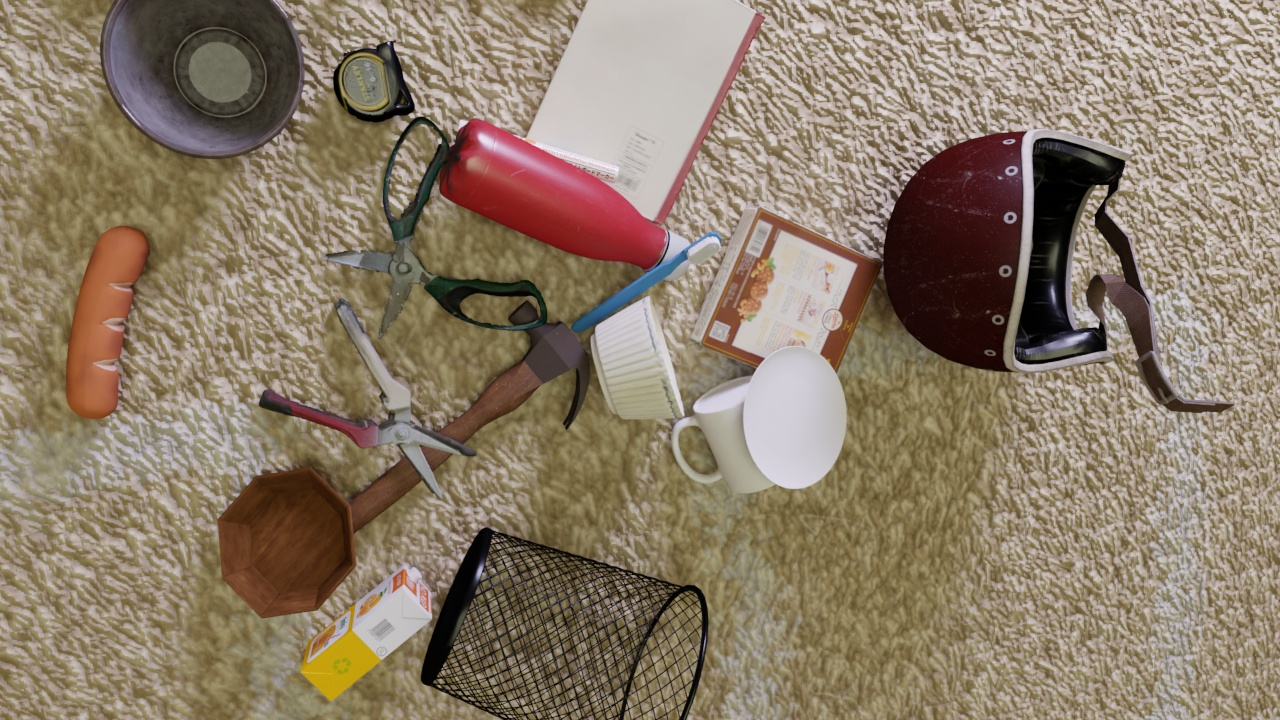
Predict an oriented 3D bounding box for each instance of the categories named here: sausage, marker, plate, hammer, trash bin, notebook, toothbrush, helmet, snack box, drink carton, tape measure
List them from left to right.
[{"bbox_3d":[-0.445,-0.032,0.762,0.044,0.039,0.164,13,97,-19],"label":"sausage"},{"bbox_3d":[-0.309,0.161,0.816,0.131,0.025,0.131,-1,82,7],"label":"plate"},{"bbox_3d":[-0.229,-0.234,0.780,0.061,0.034,0.062,-17,103,-13],"label":"tape measure"},{"bbox_3d":[-0.249,0.248,0.850,0.122,0.058,0.040,-39,106,-4],"label":"drink carton"},{"bbox_3d":[-0.184,0.081,0.850,0.323,0.033,0.115,-39,103,-3],"label":"hammer"},{"bbox_3d":[-0.091,-0.186,0.818,0.145,0.017,0.017,14,96,-13],"label":"marker"},{"bbox_3d":[-0.074,0.258,0.839,0.210,0.184,0.184,24,94,-11],"label":"trash bin"},{"bbox_3d":[0.000,-0.245,0.826,0.153,0.012,0.209,23,105,-17],"label":"notebook"},{"bbox_3d":[0.003,-0.067,0.840,0.167,0.014,0.016,-32,138,21],"label":"toothbrush"},{"bbox_3d":[0.143,-0.057,0.897,0.147,0.041,0.143,21,95,-16],"label":"snack box"},{"bbox_3d":[0.145,0.054,0.870,0.134,0.011,0.134,1,88,-35],"label":"plate"},{"bbox_3d":[0.353,-0.088,0.835,0.253,0.233,0.233,4,94,5],"label":"helmet"}]

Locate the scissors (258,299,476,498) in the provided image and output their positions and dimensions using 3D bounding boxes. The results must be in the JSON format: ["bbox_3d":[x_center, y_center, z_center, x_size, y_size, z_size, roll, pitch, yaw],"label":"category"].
[{"bbox_3d":[-0.243,0.035,0.820,0.198,0.015,0.179,0,92,-3],"label":"scissors"}]

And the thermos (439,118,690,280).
[{"bbox_3d":[-0.057,-0.131,0.815,0.239,0.073,0.073,22,94,-27],"label":"thermos"}]

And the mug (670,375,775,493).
[{"bbox_3d":[0.086,0.078,0.898,0.111,0.073,0.090,-22,105,12],"label":"mug"}]

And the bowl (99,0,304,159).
[{"bbox_3d":[-0.342,-0.235,0.735,0.145,0.067,0.145,-2,101,-13],"label":"bowl"}]

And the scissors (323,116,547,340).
[{"bbox_3d":[-0.174,-0.110,0.815,0.201,0.015,0.205,9,94,-8],"label":"scissors"}]

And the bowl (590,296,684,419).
[{"bbox_3d":[-0.005,0.005,0.843,0.062,0.115,0.115,-16,104,5],"label":"bowl"}]
